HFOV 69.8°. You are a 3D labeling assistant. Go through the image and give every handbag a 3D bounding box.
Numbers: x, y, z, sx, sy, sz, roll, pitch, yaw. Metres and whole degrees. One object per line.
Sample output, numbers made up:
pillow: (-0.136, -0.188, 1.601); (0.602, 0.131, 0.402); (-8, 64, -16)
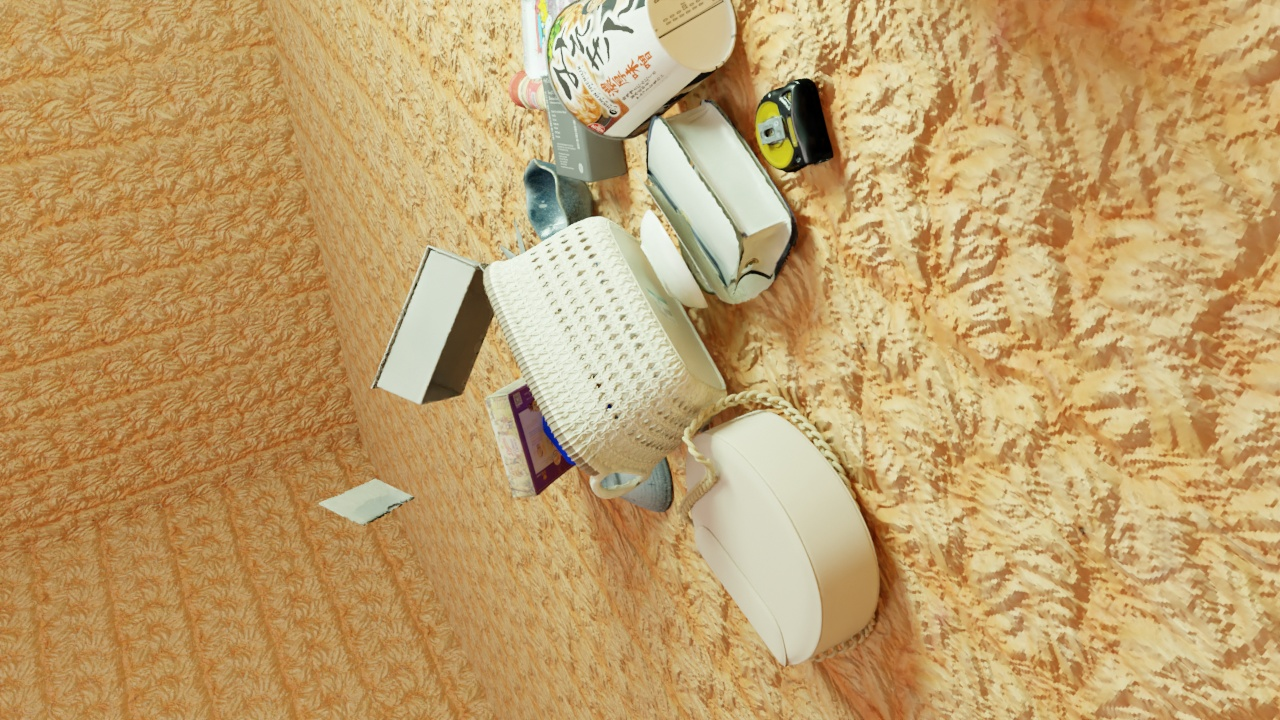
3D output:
handbag: (0.052, -0.112, 0.789); (0.151, 0.074, 0.176); (61, 164, 21)
handbag: (0.113, 0.157, 0.817); (0.210, 0.103, 0.209); (51, 153, 41)

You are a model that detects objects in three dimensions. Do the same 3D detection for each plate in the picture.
plate: (0.025, -0.087, 0.841); (0.104, 0.026, 0.104); (58, -177, -5)

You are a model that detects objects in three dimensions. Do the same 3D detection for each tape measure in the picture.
tape measure: (0.109, -0.169, 0.671); (0.061, 0.034, 0.062); (-3, 104, 67)

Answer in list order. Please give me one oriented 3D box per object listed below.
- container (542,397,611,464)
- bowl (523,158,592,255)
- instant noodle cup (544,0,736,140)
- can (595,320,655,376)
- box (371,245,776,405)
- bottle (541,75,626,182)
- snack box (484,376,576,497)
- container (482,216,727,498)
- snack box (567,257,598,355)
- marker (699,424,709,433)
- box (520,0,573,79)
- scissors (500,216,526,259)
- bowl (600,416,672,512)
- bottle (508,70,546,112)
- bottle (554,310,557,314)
container: (-0.086, 0.080, 1.214); (0.096, 0.058, 0.114); (48, 151, 24)
bowl: (-0.089, -0.180, 1.054); (0.110, 0.055, 0.110); (45, 145, 45)
instant noodle cup: (0.006, -0.255, 0.740); (0.122, 0.123, 0.123); (-7, 101, 56)
can: (-0.006, 0.006, 1.014); (0.116, 0.056, 0.092); (55, 152, 32)
box: (-0.066, -0.040, 1.012); (0.167, 0.422, 0.173); (-27, -64, -84)
bottle: (-0.064, -0.276, 0.942); (0.084, 0.046, 0.174); (29, 132, 56)
snack box: (-0.144, 0.096, 1.277); (0.041, 0.143, 0.148); (-9, 101, 26)
container: (-0.031, -0.012, 0.864); (0.246, 0.143, 0.184); (61, -164, 20)
snack box: (-0.057, -0.071, 1.090); (0.087, 0.034, 0.152); (61, 154, 21)
marker: (0.047, 0.013, 0.947); (0.016, 0.022, 0.138); (-3, 103, 61)
box: (-0.071, -0.372, 0.852); (0.153, 0.038, 0.201); (15, 110, 60)
scissors: (-0.145, -0.088, 1.261); (0.202, 0.015, 0.203); (40, 136, 44)
bowl: (-0.020, 0.132, 1.132); (0.137, 0.057, 0.137); (45, 145, 44)
bottle: (-0.109, -0.299, 1.027); (0.109, 0.044, 0.044); (33, 136, 53)
bottle: (-0.095, 0.013, 1.129); (0.053, 0.053, 0.186); (-29, 80, 66)
